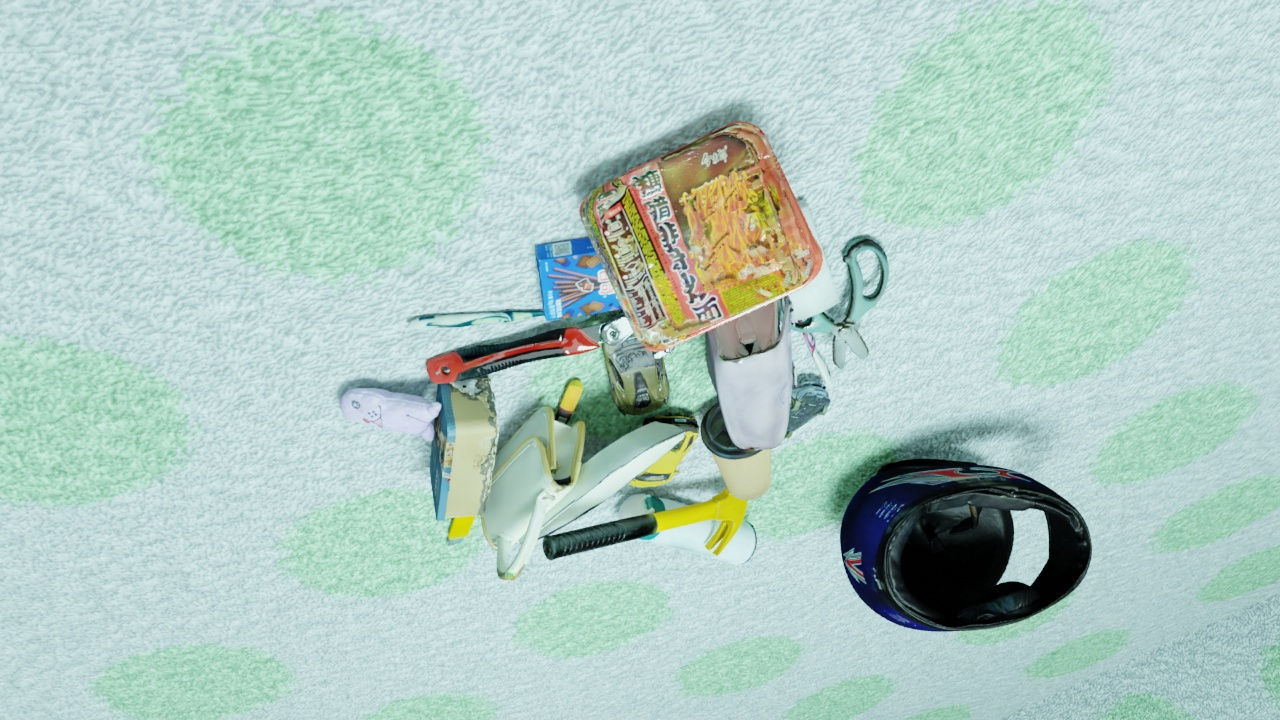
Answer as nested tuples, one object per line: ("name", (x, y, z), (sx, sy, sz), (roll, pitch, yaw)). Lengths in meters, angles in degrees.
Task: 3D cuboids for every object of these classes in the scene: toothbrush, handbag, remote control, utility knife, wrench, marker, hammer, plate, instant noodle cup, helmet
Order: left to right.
("utility knife", (-0.230, 0.195, 1.201), (0.033, 0.015, 0.174), (9, 135, -19))
("toothbrush", (-0.144, -0.042, 0.957), (0.191, 0.018, 0.016), (-6, 139, -14))
("handbag", (-0.134, 0.159, 1.061), (0.063, 0.178, 0.164), (25, 131, -22))
("wrench", (-0.096, -0.012, 0.987), (0.273, 0.016, 0.056), (-9, 113, 1))
("marker", (-0.092, 0.066, 1.101), (0.018, 0.015, 0.124), (18, 134, -8))
("plate", (-0.054, 0.146, 1.111), (0.161, 0.034, 0.267), (-20, 163, -49))
("hammer", (0.014, 0.217, 1.214), (0.300, 0.033, 0.129), (-7, 109, -28))
("instant noodle cup", (0.057, -0.115, 0.855), (0.189, 0.164, 0.079), (-23, -177, 9))
("handbag", (0.115, -0.009, 0.973), (0.098, 0.144, 0.197), (-7, 146, 5))
("remote control", (0.168, -0.103, 0.971), (0.056, 0.019, 0.135), (-24, 126, 7))
("toothbrush", (0.208, -0.022, 1.104), (0.017, 0.016, 0.187), (-32, 138, 3))
("helmet", (0.448, 0.259, 1.328), (0.315, 0.247, 0.240), (-9, -178, 1))

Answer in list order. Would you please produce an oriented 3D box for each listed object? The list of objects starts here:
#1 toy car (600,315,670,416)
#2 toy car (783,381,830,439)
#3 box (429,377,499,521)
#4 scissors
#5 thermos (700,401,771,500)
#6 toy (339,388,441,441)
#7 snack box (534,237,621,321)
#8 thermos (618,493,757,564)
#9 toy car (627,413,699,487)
("toy car", (-0.006, 0.006, 1.044), (0.070, 0.042, 0.158), (-16, 137, -2))
("toy car", (0.193, 0.067, 1.185), (0.054, 0.036, 0.121), (9, 143, -29))
("box", (-0.204, 0.106, 1.050), (0.062, 0.089, 0.185), (0, 132, -21))
("scissors", (0.236, -0.066, 1.035), (0.170, 0.019, 0.177), (-39, 122, 14))
("thermos", (0.130, 0.114, 1.168), (0.093, 0.093, 0.143), (-18, 138, 1))
("toy", (-0.274, 0.057, 1.002), (0.108, 0.038, 0.084), (10, 144, -10))
("snack box", (-0.025, -0.090, 0.937), (0.157, 0.026, 0.085), (-10, 139, -8))
("thermos", (0.066, 0.243, 1.317), (0.224, 0.073, 0.073), (22, 127, -36))
("toy car", (0.025, 0.121, 1.185), (0.071, 0.041, 0.156), (5, 137, -22))
